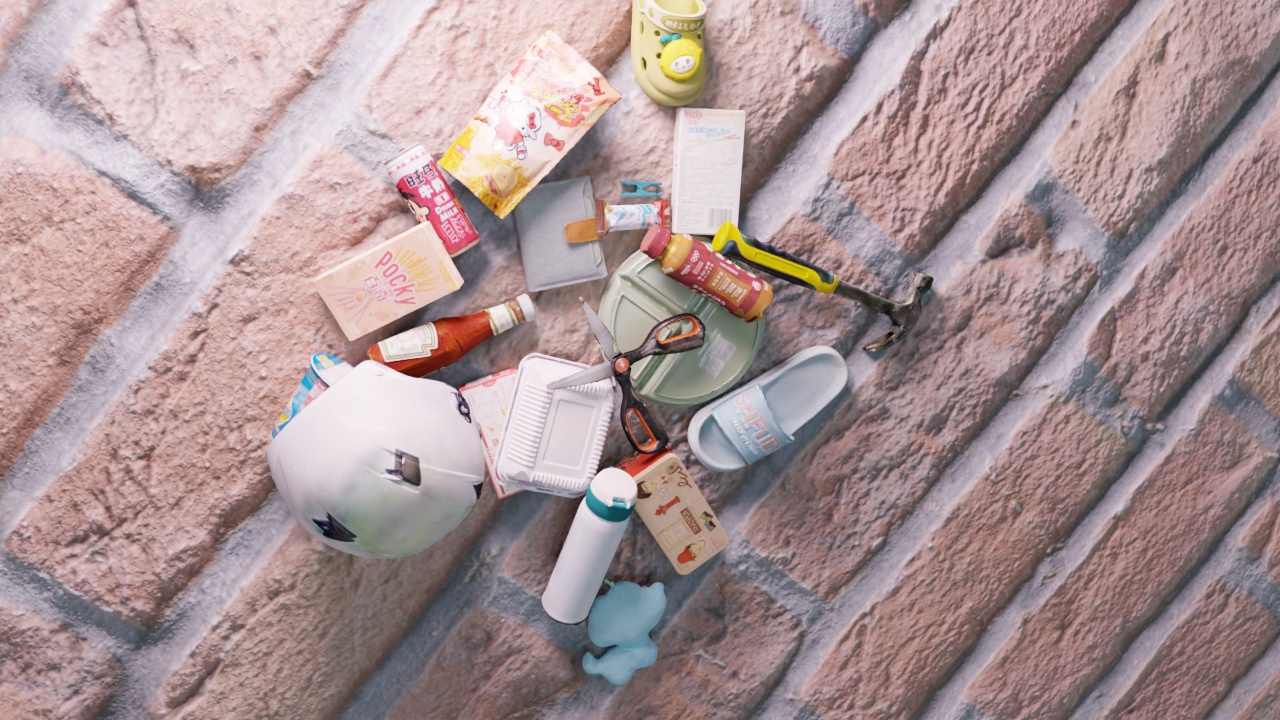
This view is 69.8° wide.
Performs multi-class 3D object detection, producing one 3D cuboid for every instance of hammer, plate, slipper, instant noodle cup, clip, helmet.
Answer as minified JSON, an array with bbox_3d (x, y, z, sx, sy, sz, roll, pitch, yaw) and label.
[{"bbox_3d":[0.238,-0.104,1.214,0.323,0.032,0.126,18,98,-22],"label":"hammer"},{"bbox_3d":[0.058,-0.048,1.198,0.230,0.027,0.230,-3,103,-12],"label":"plate"},{"bbox_3d":[0.179,0.069,1.229,0.245,0.074,0.104,-33,108,-6],"label":"slipper"},{"bbox_3d":[-0.098,0.088,1.153,0.138,0.060,0.173,15,92,-27],"label":"instant noodle cup"},{"bbox_3d":[0.001,-0.216,1.154,0.057,0.014,0.046,-4,101,-11],"label":"clip"},{"bbox_3d":[-0.378,0.064,1.088,0.099,0.099,0.110,37,98,-18],"label":"instant noodle cup"},{"bbox_3d":[-0.280,0.139,1.044,0.229,0.145,0.258,-38,138,7],"label":"helmet"},{"bbox_3d":[0.035,-0.401,1.088,0.091,0.081,0.190,-7,101,-9],"label":"slipper"}]

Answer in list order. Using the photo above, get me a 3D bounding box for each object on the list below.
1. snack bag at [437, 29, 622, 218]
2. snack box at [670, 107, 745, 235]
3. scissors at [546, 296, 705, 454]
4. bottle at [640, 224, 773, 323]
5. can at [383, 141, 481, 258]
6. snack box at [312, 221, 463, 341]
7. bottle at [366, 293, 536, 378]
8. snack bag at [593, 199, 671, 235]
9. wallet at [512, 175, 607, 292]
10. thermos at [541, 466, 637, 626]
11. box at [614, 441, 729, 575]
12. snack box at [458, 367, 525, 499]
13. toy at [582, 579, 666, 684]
[{"bbox_3d":[-0.134,-0.276,1.077,0.128,0.073,0.208,42,91,9],"label":"snack bag"},{"bbox_3d":[0.084,-0.238,1.162,0.084,0.027,0.157,0,102,-13],"label":"snack box"},{"bbox_3d":[-0.007,0.008,1.142,0.220,0.022,0.230,-36,113,-19],"label":"scissors"},{"bbox_3d":[0.082,-0.110,1.145,0.175,0.057,0.057,29,94,-18],"label":"bottle"},{"bbox_3d":[-0.245,-0.187,1.081,0.053,0.053,0.133,-32,108,-5],"label":"can"},{"bbox_3d":[-0.296,-0.092,1.079,0.157,0.026,0.084,-24,108,13],"label":"snack box"},{"bbox_3d":[-0.227,-0.028,1.120,0.206,0.060,0.060,-24,106,-11],"label":"bottle"},{"bbox_3d":[-0.009,-0.179,1.146,0.104,0.026,0.048,-3,92,-29],"label":"snack bag"},{"bbox_3d":[-0.099,-0.156,1.132,0.106,0.037,0.130,-12,105,-10],"label":"wallet"},{"bbox_3d":[-0.064,0.236,1.174,0.073,0.073,0.225,13,120,-16],"label":"thermos"},{"bbox_3d":[0.037,0.194,1.229,0.091,0.077,0.168,-34,114,-6],"label":"box"},{"bbox_3d":[-0.171,0.093,1.174,0.077,0.027,0.156,-19,106,-9],"label":"snack box"},{"bbox_3d":[-0.023,0.367,1.260,0.161,0.049,0.156,-32,115,3],"label":"toy"}]
